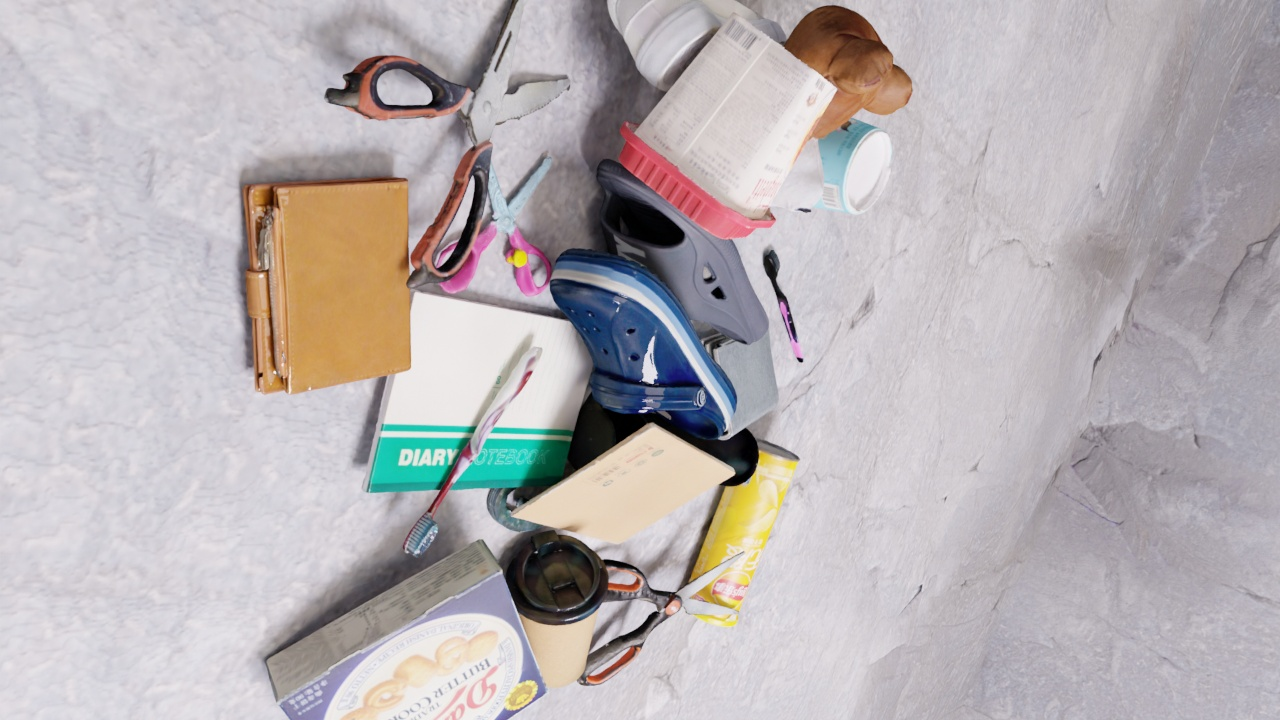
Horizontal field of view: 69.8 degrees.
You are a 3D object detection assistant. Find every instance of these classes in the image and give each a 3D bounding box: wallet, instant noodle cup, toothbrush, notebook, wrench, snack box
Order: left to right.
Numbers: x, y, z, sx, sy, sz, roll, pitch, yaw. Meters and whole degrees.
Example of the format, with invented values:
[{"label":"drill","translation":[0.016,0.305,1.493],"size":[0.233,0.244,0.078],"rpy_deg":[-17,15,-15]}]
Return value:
[{"label":"wallet","translation":[-0.194,-0.048,0.580],"size":[0.107,0.031,0.132],"rpy_deg":[-15,116,-44]},{"label":"snack box","translation":[-0.176,0.256,0.737],"size":[0.177,0.046,0.183],"rpy_deg":[-29,132,-19]},{"label":"toothbrush","translation":[-0.125,0.067,0.706],"size":[0.187,0.017,0.016],"rpy_deg":[-58,142,-13]},{"label":"notebook","translation":[-0.117,0.031,0.728],"size":[0.208,0.012,0.150],"rpy_deg":[8,99,-53]},{"label":"wrench","translation":[-0.041,0.127,0.883],"size":[0.272,0.016,0.056],"rpy_deg":[3,109,-50]},{"label":"notebook","translation":[-0.007,0.120,0.842],"size":[0.148,0.008,0.207],"rpy_deg":[-33,153,13]},{"label":"instant noodle cup","translation":[0.066,-0.164,0.645],"size":[0.124,0.116,0.116],"rpy_deg":[-54,168,20]},{"label":"wallet","translation":[0.102,0.015,0.951],"size":[0.129,0.037,0.106],"rpy_deg":[-21,104,-57]},{"label":"toothbrush","translation":[0.164,-0.056,1.027],"size":[0.017,0.014,0.189],"rpy_deg":[-61,146,-26]},{"label":"instant noodle cup","translation":[0.166,-0.191,0.859],"size":[0.111,0.120,0.111],"rpy_deg":[-28,130,-39]}]

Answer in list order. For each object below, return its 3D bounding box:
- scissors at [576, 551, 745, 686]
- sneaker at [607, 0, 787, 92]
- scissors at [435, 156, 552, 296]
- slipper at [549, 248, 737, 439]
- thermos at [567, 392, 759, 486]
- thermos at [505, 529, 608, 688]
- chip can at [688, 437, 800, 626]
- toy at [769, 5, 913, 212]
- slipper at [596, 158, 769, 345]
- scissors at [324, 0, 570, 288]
[{"label":"scissors","translation":[0.014,0.266,0.978],"size":[0.221,0.022,0.232],"rpy_deg":[-47,128,0]},{"label":"sneaker","translation":[0.042,-0.257,0.718],"size":[0.090,0.090,0.241],"rpy_deg":[-42,172,26]},{"label":"scissors","translation":[-0.105,-0.096,0.677],"size":[0.134,0.017,0.133],"rpy_deg":[-37,131,-29]},{"label":"slipper","translation":[-0.004,0.004,0.755],"size":[0.253,0.105,0.095],"rpy_deg":[48,60,-47]},{"label":"thermos","translation":[0.030,0.075,0.899],"size":[0.242,0.069,0.090],"rpy_deg":[14,82,-53]},{"label":"thermos","translation":[-0.078,0.234,0.848],"size":[0.092,0.093,0.143],"rpy_deg":[-31,140,-37]},{"label":"chip can","translation":[0.115,0.198,1.068],"size":[0.072,0.072,0.213],"rpy_deg":[11,101,-52]},{"label":"toy","translation":[0.122,-0.186,0.751],"size":[0.200,0.130,0.140],"rpy_deg":[-33,167,25]},{"label":"slipper","translation":[0.033,-0.066,0.786],"size":[0.083,0.111,0.268],"rpy_deg":[-55,145,-8]},{"label":"scissors","translation":[-0.114,-0.152,0.608],"size":[0.222,0.015,0.189],"rpy_deg":[-28,124,-50]}]
